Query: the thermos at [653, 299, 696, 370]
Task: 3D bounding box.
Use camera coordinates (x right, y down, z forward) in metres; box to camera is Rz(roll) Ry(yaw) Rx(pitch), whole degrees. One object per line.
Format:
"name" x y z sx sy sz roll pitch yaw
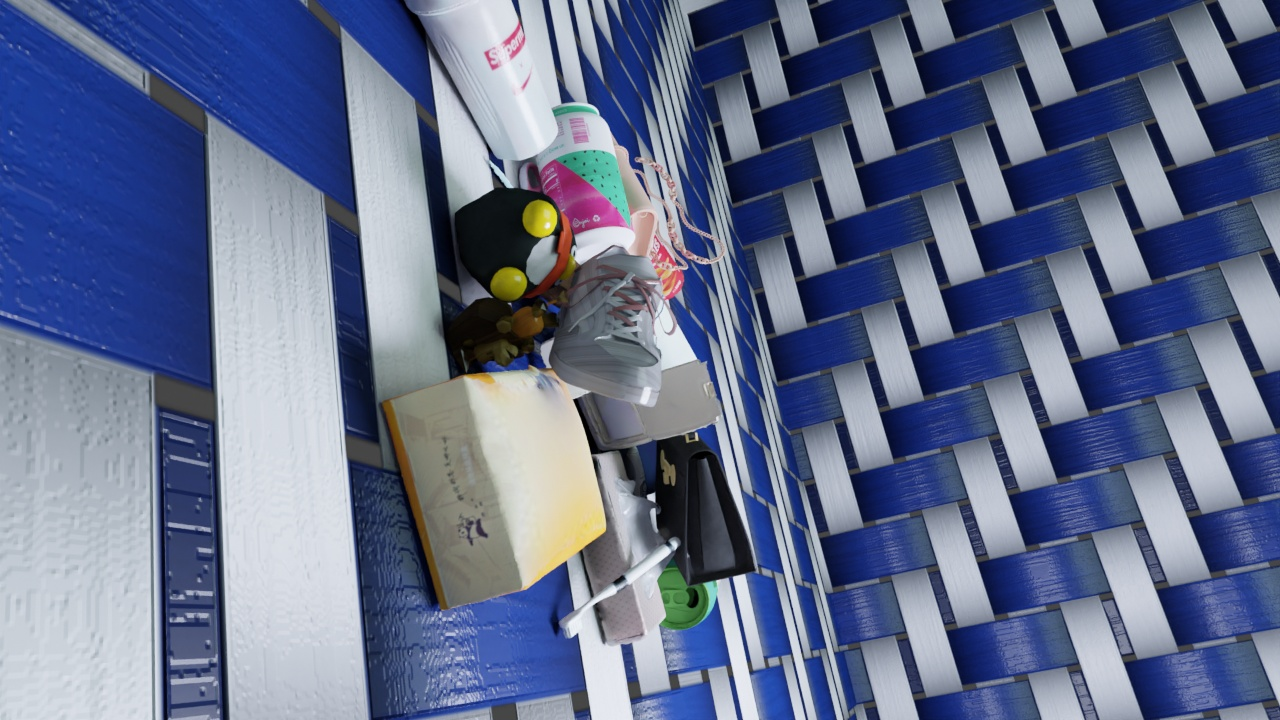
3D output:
"thermos" 0.028 -0.018 1.200 0.230 0.068 0.067 59 20 -46

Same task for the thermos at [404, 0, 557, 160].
"thermos" -0.148 -0.301 0.869 0.220 0.099 0.099 66 16 -44

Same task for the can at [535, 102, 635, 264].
"can" -0.065 -0.194 1.019 0.088 0.088 0.165 29 46 -71

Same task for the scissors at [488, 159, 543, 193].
"scissors" -0.117 -0.154 0.989 0.172 0.014 0.159 -67 139 -69

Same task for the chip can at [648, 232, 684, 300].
"chip can" 0.000 -0.158 1.332 0.233 0.073 0.073 45 32 -64

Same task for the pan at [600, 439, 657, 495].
"pan" 0.019 0.120 1.130 0.356 0.021 0.198 60 27 -32

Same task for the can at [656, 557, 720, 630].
"can" 0.051 0.242 1.052 0.144 0.083 0.083 -47 120 -74

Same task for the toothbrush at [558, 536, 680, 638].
"toothbrush" -0.014 0.203 0.837 0.186 0.012 0.017 -23 106 -54

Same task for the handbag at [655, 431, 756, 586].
"handbag" 0.052 0.109 0.978 0.176 0.072 0.196 -136 -144 -78

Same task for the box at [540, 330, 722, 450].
"box" -0.025 0.022 0.890 0.100 0.195 0.143 -26 95 -41

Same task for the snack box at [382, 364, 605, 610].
"snack box" -0.091 0.080 0.676 0.195 0.081 0.145 -5 78 -76

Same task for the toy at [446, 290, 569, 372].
"toy" -0.101 -0.026 0.723 0.076 0.100 0.062 48 23 -57

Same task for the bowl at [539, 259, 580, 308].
"bowl" -0.089 -0.086 0.928 0.118 0.030 0.117 42 16 -15

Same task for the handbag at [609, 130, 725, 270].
"handbag" 0.009 -0.219 1.140 0.198 0.187 0.117 63 -28 28

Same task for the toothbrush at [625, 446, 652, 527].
"toothbrush" -0.004 0.126 1.011 0.022 0.024 0.186 -36 125 -55

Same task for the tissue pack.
"tissue pack" -0.016 0.178 0.908 0.103 0.071 0.181 9 62 -74

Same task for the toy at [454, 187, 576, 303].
"toy" -0.101 -0.100 0.804 0.119 0.100 0.097 12 107 -62

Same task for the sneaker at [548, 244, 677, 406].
"sneaker" -0.021 -0.043 0.770 0.236 0.099 0.090 -112 -143 -66
